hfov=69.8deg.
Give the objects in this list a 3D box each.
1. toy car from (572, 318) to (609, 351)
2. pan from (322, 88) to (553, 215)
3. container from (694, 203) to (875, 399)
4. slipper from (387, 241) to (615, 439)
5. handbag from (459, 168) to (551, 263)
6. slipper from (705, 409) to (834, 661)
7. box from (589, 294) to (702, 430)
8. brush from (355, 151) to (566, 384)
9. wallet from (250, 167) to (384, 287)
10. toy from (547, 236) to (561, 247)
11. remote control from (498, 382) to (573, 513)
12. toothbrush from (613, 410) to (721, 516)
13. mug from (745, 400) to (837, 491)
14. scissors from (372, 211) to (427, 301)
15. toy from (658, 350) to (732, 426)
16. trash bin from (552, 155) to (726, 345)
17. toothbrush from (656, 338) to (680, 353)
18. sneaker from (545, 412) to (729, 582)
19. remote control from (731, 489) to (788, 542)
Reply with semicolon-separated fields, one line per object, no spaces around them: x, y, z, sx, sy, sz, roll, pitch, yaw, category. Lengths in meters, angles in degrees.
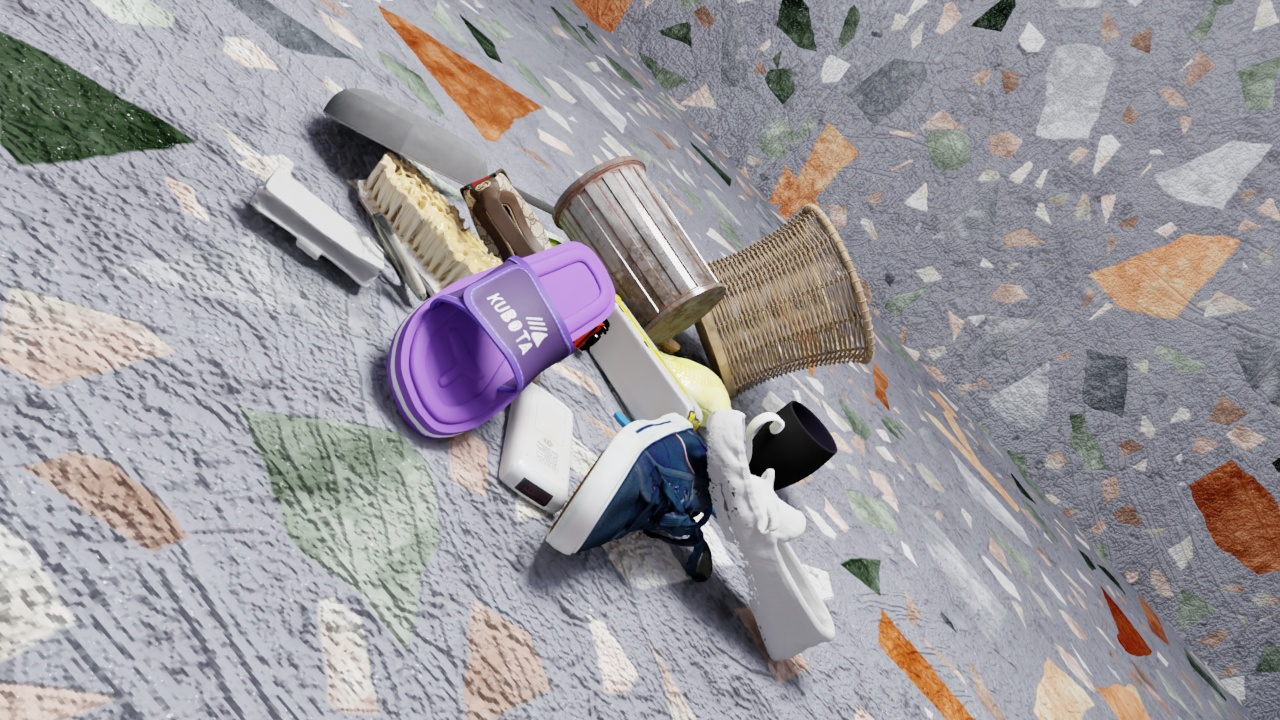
-0.081;-0.057;1.011;0.100;0.051;0.048;48;18;6;toy car
-0.195;-0.222;1.036;0.179;0.041;0.356;31;7;29;pan
0.175;-0.069;1.230;0.227;0.196;0.227;-12;81;-89;container
-0.091;-0.038;0.764;0.265;0.084;0.107;-39;101;-49;slipper
-0.120;-0.108;0.921;0.166;0.063;0.138;64;-2;-24;handbag
0.114;0.157;0.828;0.112;0.074;0.247;-104;173;-78;slipper
-0.005;0.006;1.008;0.033;0.064;0.209;13;35;-50;box
-0.174;-0.087;0.877;0.271;0.057;0.083;50;20;12;brush
-0.270;-0.110;0.775;0.116;0.032;0.086;39;11;-21;wallet
-0.119;-0.135;1.108;0.093;0.036;0.094;24;23;-36;toy
-0.087;0.071;0.793;0.060;0.025;0.138;38;24;-22;remote control
0.036;0.111;0.978;0.166;0.014;0.016;44;20;-4;toothbrush
0.165;0.105;1.116;0.118;0.100;0.084;30;26;-38;mug
-0.192;-0.060;0.803;0.169;0.012;0.132;50;-18;33;scissors
0.053;0.031;1.099;0.155;0.065;0.170;38;13;24;toy
-0.006;-0.136;1.103;0.211;0.131;0.130;57;22;13;trash bin
-0.022;-0.051;1.142;0.166;0.016;0.016;29;46;-19;toothbrush
0.019;0.127;0.789;0.127;0.121;0.294;38;15;14;sneaker
0.114;0.156;1.039;0.152;0.020;0.041;44;20;-8;remote control
